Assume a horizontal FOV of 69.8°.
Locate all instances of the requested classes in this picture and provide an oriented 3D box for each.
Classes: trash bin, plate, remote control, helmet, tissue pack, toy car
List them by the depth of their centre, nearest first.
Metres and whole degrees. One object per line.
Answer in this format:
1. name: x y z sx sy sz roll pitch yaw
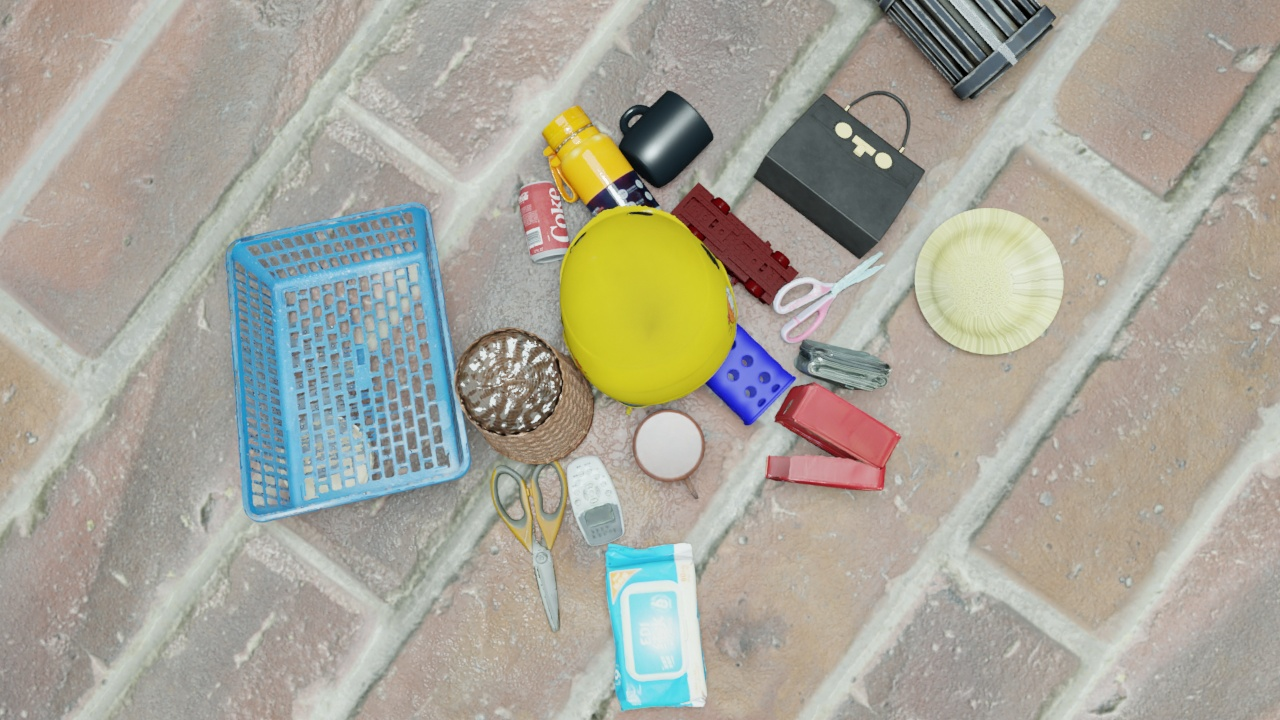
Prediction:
1. helmet: 0.002 -0.061 1.037 0.209 0.139 0.240 -24 96 5
2. trash bin: -0.136 0.046 1.086 0.151 0.210 0.151 0 82 2
3. trash bin: 0.381 -0.450 1.131 0.164 0.164 0.227 -42 91 -1
4. tissue pack: 0.019 0.331 1.151 0.117 0.066 0.209 -6 85 0
5. toy car: 0.117 -0.145 1.168 0.170 0.062 0.070 43 89 3
6. plate: 0.439 -0.099 1.172 0.184 0.036 0.184 0 87 1
7. remote control: -0.059 0.178 1.176 0.060 0.028 0.114 -16 88 1

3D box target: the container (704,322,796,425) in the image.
1. container: 0.123 0.012 1.151 0.113 0.085 0.084 45 89 4

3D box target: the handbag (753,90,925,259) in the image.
1. handbag: 0.279 -0.266 1.180 0.176 0.072 0.195 38 78 2

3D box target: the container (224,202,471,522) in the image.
1. container: -0.349 0.004 1.112 0.257 0.089 0.361 -12 69 -2

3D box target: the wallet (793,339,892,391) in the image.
1. wallet: 0.245 0.007 1.125 0.100 0.131 0.054 11 91 3

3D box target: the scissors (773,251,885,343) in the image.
1. scissors: 0.241 -0.099 1.161 0.178 0.016 0.101 -37 131 -4

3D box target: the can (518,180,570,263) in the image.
1. can: -0.124 -0.178 1.179 0.054 0.054 0.096 -12 87 0

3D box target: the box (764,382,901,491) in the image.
1. box: 0.232 0.094 1.112 0.137 0.157 0.126 11 83 0

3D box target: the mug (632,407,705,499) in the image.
1. mug: 0.042 0.118 1.138 0.096 0.110 0.123 -30 87 5

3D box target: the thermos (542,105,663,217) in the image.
1. thermos: -0.039 -0.205 1.156 0.091 0.076 0.232 -36 94 -1

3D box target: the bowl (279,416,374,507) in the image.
1. bowl: -0.390 0.126 1.168 0.115 0.062 0.115 0 88 1

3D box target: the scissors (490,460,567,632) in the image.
1. scissors: -0.140 0.239 1.180 0.114 0.016 0.229 -5 87 0

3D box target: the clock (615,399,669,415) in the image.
1. clock: -0.007 0.007 1.167 0.083 0.057 0.118 -17 88 1

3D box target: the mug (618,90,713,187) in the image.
1. mug: 0.019 -0.288 1.173 0.094 0.085 0.121 -46 59 -1
